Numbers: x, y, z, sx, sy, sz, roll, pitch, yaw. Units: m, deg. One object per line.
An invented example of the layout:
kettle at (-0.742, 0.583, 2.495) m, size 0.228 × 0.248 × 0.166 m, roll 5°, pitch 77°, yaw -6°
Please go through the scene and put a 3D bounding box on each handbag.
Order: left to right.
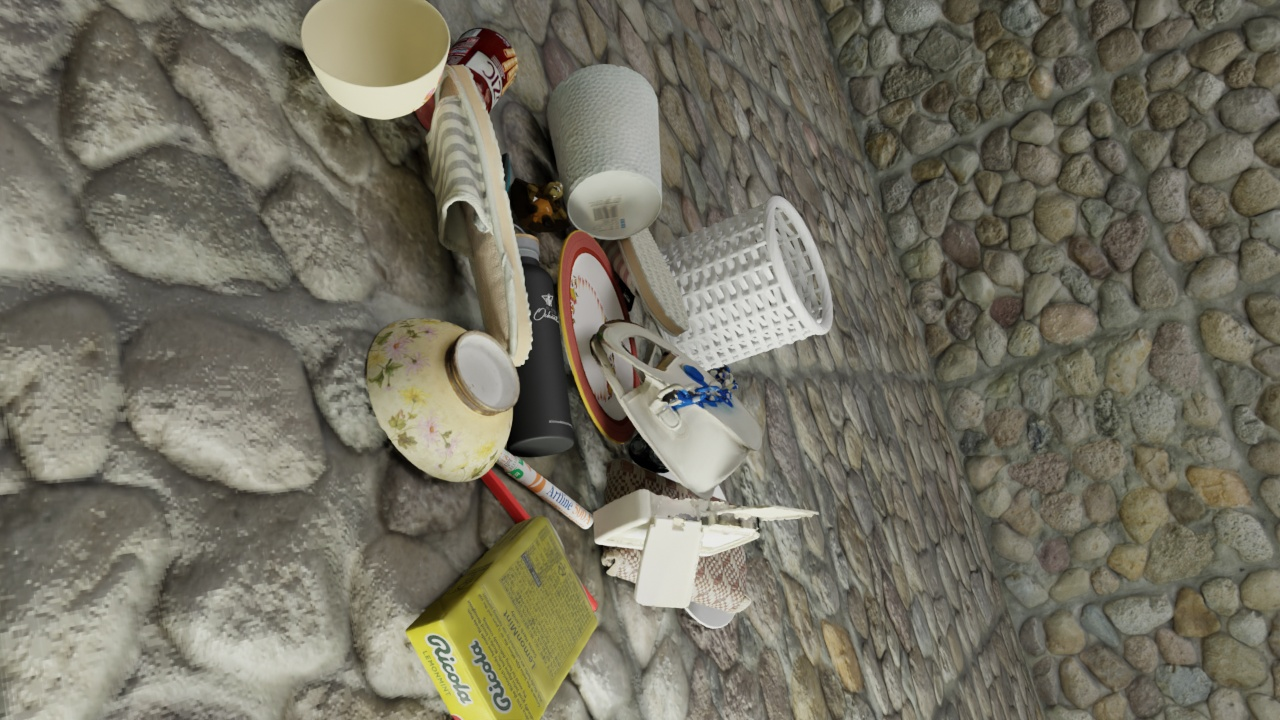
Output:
handbag at (0.036, 0.188, 0.973) m, size 0.185 × 0.047 × 0.124 m, roll 25°, pitch 49°, yaw -29°
handbag at (0.037, 0.029, 0.927) m, size 0.199 × 0.093 × 0.200 m, roll 46°, pitch 10°, yaw -1°

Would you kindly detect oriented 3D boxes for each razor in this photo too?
razor at (0.029, 0.085, 1.041) m, size 0.140 × 0.053 × 0.064 m, roll -40°, pitch 148°, yaw -66°

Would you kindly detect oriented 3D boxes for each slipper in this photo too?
slipper at (-0.148, -0.125, 0.806) m, size 0.054 × 0.115 × 0.272 m, roll -12°, pitch 85°, yaw -21°
slipper at (-0.010, -0.128, 1.108) m, size 0.115 × 0.052 × 0.262 m, roll 39°, pitch 24°, yaw -50°

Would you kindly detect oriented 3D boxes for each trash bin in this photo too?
trash bin at (-0.037, -0.231, 1.042) m, size 0.133 × 0.133 × 0.161 m, roll 39°, pitch 34°, yaw -45°

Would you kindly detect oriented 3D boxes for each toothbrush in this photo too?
toothbrush at (-0.095, 0.150, 0.825) m, size 0.212 × 0.012 × 0.017 m, roll 57°, pitch 30°, yaw -24°

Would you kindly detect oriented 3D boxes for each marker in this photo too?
marker at (-0.091, 0.118, 0.850) m, size 0.145 × 0.017 × 0.017 m, roll 45°, pitch 36°, yaw -40°

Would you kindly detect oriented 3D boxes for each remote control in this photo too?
remote control at (-0.010, -0.115, 1.169) m, size 0.030 × 0.009 × 0.139 m, roll 53°, pitch 31°, yaw -30°

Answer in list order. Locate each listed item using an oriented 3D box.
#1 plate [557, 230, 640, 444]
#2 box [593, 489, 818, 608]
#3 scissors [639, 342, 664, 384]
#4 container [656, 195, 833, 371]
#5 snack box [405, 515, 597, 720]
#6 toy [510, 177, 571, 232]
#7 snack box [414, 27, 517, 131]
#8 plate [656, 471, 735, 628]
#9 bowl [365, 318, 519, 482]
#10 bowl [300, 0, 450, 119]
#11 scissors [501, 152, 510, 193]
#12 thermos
plate at (-0.047, -0.024, 0.975) m, size 0.229 × 0.021 × 0.230 m, roll -11°, pitch 90°, yaw -74°
box at (0.058, 0.173, 0.836) m, size 0.143 × 0.185 × 0.098 m, roll 12°, pitch 62°, yaw -29°
scissors at (-0.002, 0.007, 1.097) m, size 0.157 × 0.013 × 0.170 m, roll 65°, pitch 28°, yaw -9°
container at (0.133, -0.097, 1.225) m, size 0.189 × 0.187 × 0.189 m, roll 41°, pitch 39°, yaw -44°
snack box at (-0.102, 0.214, 0.736) m, size 0.121 × 0.045 × 0.180 m, roll 64°, pitch 24°, yaw -8°
toy at (-0.104, -0.159, 0.957) m, size 0.076 × 0.063 × 0.100 m, roll 39°, pitch 18°, yaw -18°
snack box at (-0.170, -0.275, 0.909) m, size 0.072 × 0.072 × 0.121 m, roll 55°, pitch 30°, yaw -27°
plate at (0.064, 0.209, 1.080) m, size 0.208 × 0.015 × 0.208 m, roll 41°, pitch 39°, yaw -44°
bowl at (-0.145, 0.020, 0.748) m, size 0.145 × 0.063 × 0.145 m, roll 40°, pitch 36°, yaw -37°
bowl at (-0.222, -0.248, 0.780) m, size 0.074 × 0.118 × 0.117 m, roll 109°, pitch -20°, yaw -60°
scissors at (-0.147, -0.163, 0.936) m, size 0.138 × 0.019 × 0.136 m, roll -19°, pitch 89°, yaw -64°
thermos at (-0.107, -0.027, 0.869) m, size 0.061 × 0.061 × 0.231 m, roll 23°, pitch 52°, yaw -55°
